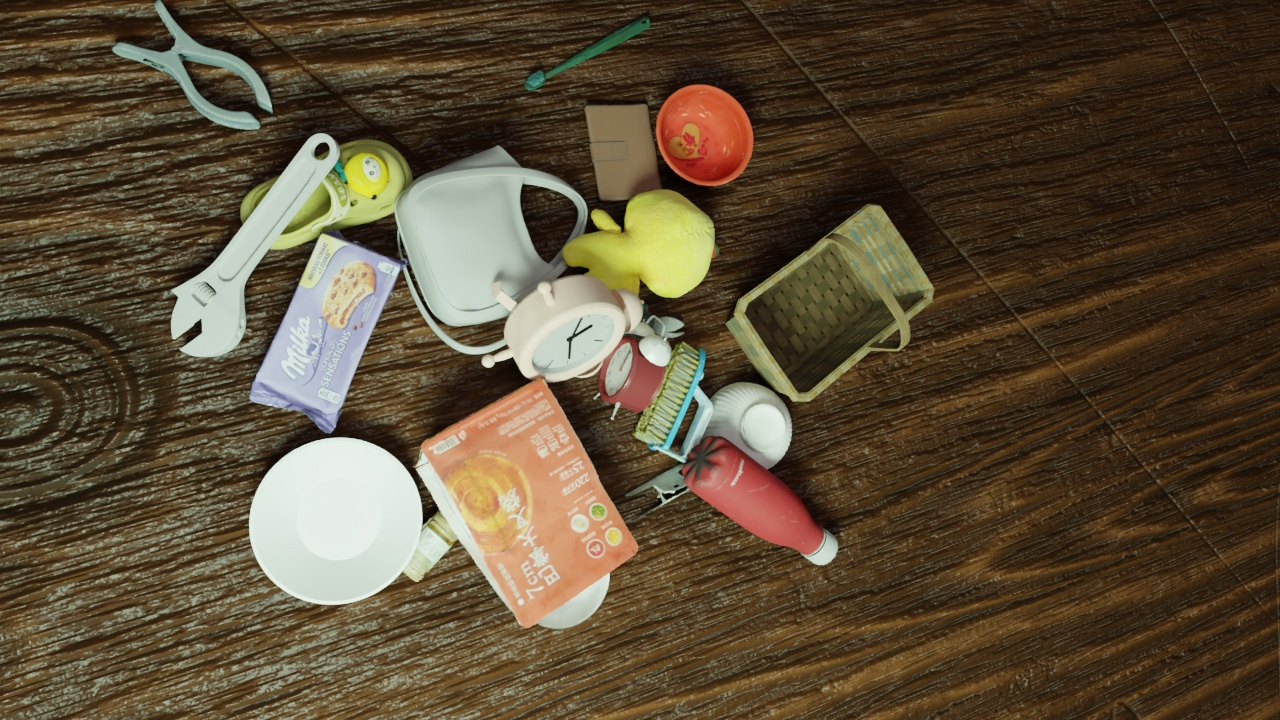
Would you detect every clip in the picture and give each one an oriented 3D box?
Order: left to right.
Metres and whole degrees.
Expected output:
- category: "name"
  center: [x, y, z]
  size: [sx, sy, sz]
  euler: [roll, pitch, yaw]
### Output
- category: "clip"
  center: [-0.487, -0.302, 0.994]
  size: [0.163, 0.028, 0.106]
  euler: [40, 73, -9]
- category: "clip"
  center: [0.035, 0.152, 1.108]
  size: [0.102, 0.054, 0.057]
  euler: [-28, 57, -19]

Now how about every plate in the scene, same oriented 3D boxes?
- category: "plate"
  center: [-0.326, 0.172, 0.989]
  size: [0.174, 0.036, 0.174]
  euler: [2, 82, -15]

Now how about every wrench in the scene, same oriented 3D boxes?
- category: "wrench"
  center: [-0.399, -0.119, 0.963]
  size: [0.087, 0.018, 0.273]
  euler: [40, 94, 7]

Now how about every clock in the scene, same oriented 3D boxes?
- category: "clock"
  center: [-0.087, -0.042, 1.031]
  size: [0.160, 0.131, 0.086]
  euler: [10, 42, -43]
- category: "clock"
  center: [-0.006, 0.006, 1.078]
  size: [0.044, 0.087, 0.125]
  euler: [21, 101, -29]

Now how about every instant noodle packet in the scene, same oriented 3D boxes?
- category: "instant noodle packet"
  center: [-0.118, 0.153, 0.994]
  size: [0.164, 0.084, 0.221]
  euler: [-29, 79, -32]

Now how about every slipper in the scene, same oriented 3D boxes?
- category: "slipper"
  center: [-0.344, -0.188, 1.002]
  size: [0.190, 0.082, 0.091]
  euler: [-27, 90, -16]

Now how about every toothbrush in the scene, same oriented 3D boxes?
- category: "toothbrush"
  center: [-0.064, -0.385, 1.144]
  size: [0.189, 0.017, 0.016]
  euler: [-34, 95, -18]

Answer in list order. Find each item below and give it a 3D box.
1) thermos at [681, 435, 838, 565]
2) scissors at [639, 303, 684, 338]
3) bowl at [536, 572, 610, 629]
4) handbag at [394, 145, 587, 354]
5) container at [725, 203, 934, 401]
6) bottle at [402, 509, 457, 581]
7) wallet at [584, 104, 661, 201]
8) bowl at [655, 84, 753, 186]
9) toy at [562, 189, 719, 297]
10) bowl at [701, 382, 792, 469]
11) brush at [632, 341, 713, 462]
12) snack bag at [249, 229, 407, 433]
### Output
- category: "thermos"
  center: [0.155, 0.179, 1.112]
  size: [0.240, 0.073, 0.073]
  euler: [38, 74, -26]
- category: "scissors"
  center: [-0.022, -0.052, 1.122]
  size: [0.130, 0.019, 0.150]
  euler: [-40, 96, -17]
- category: "bowl"
  center: [-0.096, 0.243, 1.043]
  size: [0.113, 0.063, 0.113]
  euler: [2, 83, -17]
- category: "handbag"
  center: [-0.157, -0.136, 1.065]
  size: [0.222, 0.096, 0.216]
  euler: [-23, 102, -28]
- category: "container"
  center: [0.242, -0.072, 1.120]
  size: [0.249, 0.187, 0.157]
  euler: [-36, 96, -18]
- category: "bottle"
  center: [-0.223, 0.192, 1.019]
  size: [0.043, 0.043, 0.111]
  euler: [44, 74, -9]
- category: "wallet"
  center: [-0.021, -0.260, 1.147]
  size: [0.087, 0.013, 0.121]
  euler: [-8, 87, -23]
- category: "bowl"
  center: [0.075, -0.279, 1.162]
  size: [0.130, 0.045, 0.130]
  euler: [2, 84, -18]
- category: "toy"
  center: [0.008, -0.134, 1.102]
  size: [0.207, 0.092, 0.134]
  euler: [-21, 92, -16]
- category: "bowl"
  center: [0.140, 0.083, 1.137]
  size: [0.118, 0.062, 0.118]
  euler: [2, 84, -18]
- category: "brush"
  center: [0.052, 0.049, 1.116]
  size: [0.075, 0.055, 0.135]
  euler: [28, 76, -16]
- category: "snack bag"
  center: [-0.338, -0.033, 0.999]
  size: [0.096, 0.058, 0.205]
  euler: [24, 80, -11]
